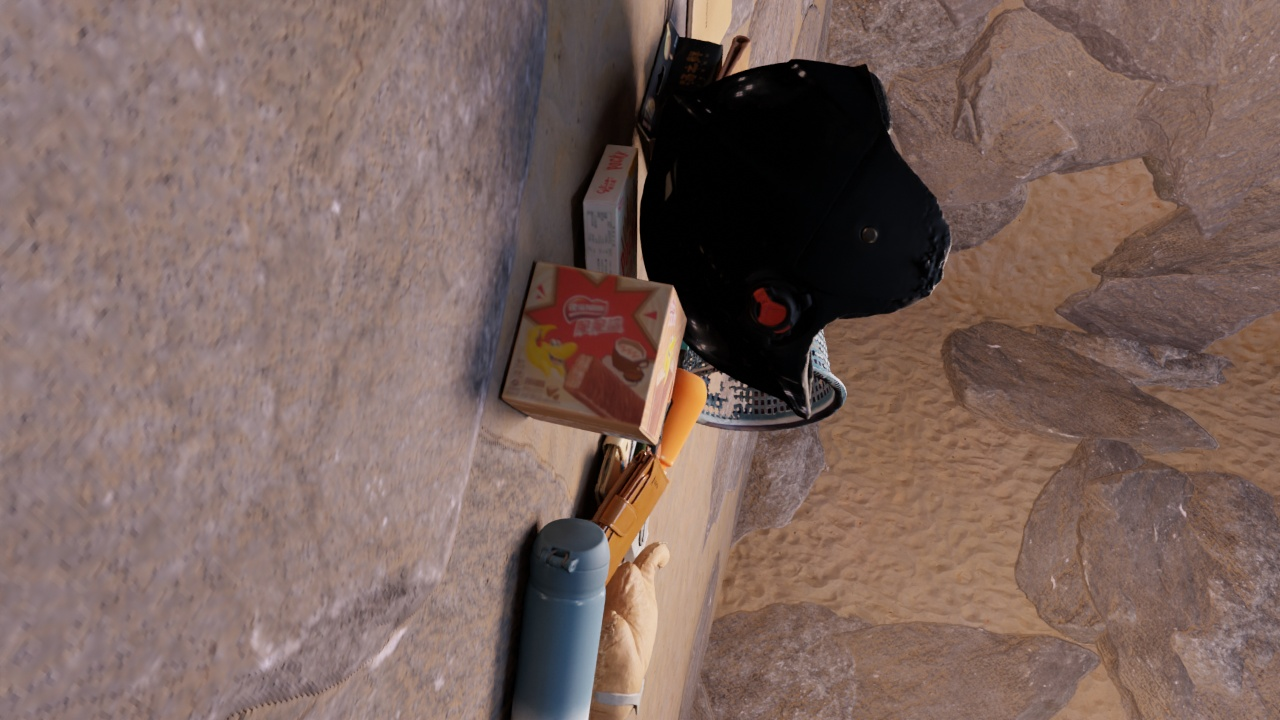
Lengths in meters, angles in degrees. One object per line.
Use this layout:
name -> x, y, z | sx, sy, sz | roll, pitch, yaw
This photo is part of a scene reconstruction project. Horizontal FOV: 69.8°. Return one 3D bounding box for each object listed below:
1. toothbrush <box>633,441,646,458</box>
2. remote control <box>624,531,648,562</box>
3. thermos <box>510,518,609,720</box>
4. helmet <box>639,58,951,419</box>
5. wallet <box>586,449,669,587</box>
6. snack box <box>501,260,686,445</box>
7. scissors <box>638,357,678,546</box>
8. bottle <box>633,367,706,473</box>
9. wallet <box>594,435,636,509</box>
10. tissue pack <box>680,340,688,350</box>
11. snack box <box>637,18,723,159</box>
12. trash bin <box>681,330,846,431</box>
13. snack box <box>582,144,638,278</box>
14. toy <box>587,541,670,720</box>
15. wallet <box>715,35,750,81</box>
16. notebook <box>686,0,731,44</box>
toothbrush -> -0.003, 0.107, 0.931 | 0.017, 0.012, 0.186 | -58, 159, -70
remote control -> -0.007, 0.198, 1.069 | 0.125, 0.024, 0.048 | 83, 22, -58
thermos -> -0.064, 0.234, 0.724 | 0.070, 0.070, 0.221 | -40, 139, -72
helmet -> 0.110, -0.098, 0.722 | 0.233, 0.230, 0.275 | -45, 149, -72
wallet -> -0.020, 0.152, 0.869 | 0.131, 0.031, 0.108 | -57, 161, -15
snack box -> -0.028, -0.003, 0.604 | 0.077, 0.093, 0.094 | 53, 50, -74
scissors -> 0.008, 0.081, 0.951 | 0.161, 0.022, 0.233 | 66, 34, -67
bottle -> 0.024, 0.083, 1.027 | 0.067, 0.067, 0.149 | 64, 46, -71
wallet -> -0.022, 0.090, 0.903 | 0.087, 0.024, 0.115 | 90, 16, -62
tissue pack -> 0.058, -0.083, 1.045 | 0.133, 0.050, 0.093 | -65, 161, -53
snack box -> 0.039, -0.224, 0.841 | 0.126, 0.053, 0.113 | 82, 21, -72
trash bin -> 0.150, -0.034, 1.209 | 0.227, 0.227, 0.194 | 76, 15, -64
snack box -> -0.021, -0.078, 0.714 | 0.084, 0.027, 0.157 | -76, 170, -47
toy -> -0.018, 0.278, 0.956 | 0.225, 0.082, 0.144 | -59, 166, -65
wallet -> 0.077, -0.228, 0.845 | 0.101, 0.020, 0.115 | 93, 14, -45
notebook -> 0.076, -0.383, 0.956 | 0.207, 0.008, 0.148 | -67, 163, -46
